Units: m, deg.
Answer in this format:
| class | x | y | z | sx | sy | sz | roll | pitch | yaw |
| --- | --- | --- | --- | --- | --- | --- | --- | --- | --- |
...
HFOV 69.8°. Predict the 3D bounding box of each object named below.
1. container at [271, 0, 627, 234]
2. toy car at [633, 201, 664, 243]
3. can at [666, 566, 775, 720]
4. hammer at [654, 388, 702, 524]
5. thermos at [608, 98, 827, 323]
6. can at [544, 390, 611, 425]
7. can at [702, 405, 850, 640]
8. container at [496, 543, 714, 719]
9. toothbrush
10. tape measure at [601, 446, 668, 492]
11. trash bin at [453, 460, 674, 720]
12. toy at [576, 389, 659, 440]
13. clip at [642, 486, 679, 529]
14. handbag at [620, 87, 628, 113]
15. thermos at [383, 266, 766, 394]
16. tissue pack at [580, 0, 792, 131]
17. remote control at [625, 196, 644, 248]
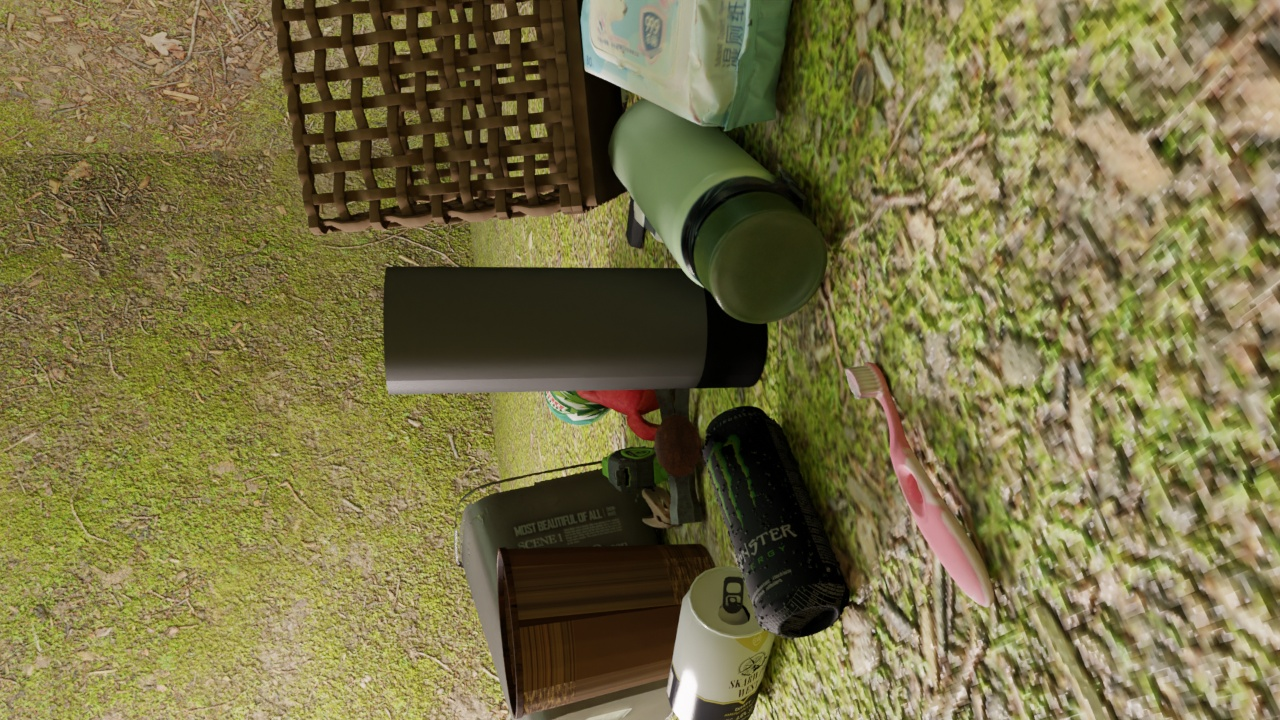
| class | x | y | z | sx | sy | sz | roll | pitch | yaw |
| --- | --- | --- | --- | --- | --- | --- | --- | --- | --- |
| container | -0.137 | -0.244 | 0.737 | 0.219 | 0.214 | 0.252 | -66 | -28 | -75 |
| toy car | 0.010 | -0.135 | 0.781 | 0.105 | 0.033 | 0.048 | -116 | 24 | -59 |
| can | 0.056 | 0.196 | 0.629 | 0.064 | 0.064 | 0.128 | -111 | 22 | -50 |
| hammer | 0.026 | 0.062 | 0.626 | 0.301 | 0.028 | 0.111 | 69 | -165 | -82 |
| thermos | 0.044 | -0.103 | 0.572 | 0.231 | 0.082 | 0.082 | -116 | 26 | -58 |
| can | -0.057 | 0.020 | 0.995 | 0.144 | 0.083 | 0.083 | 131 | 133 | -71 |
| can | 0.076 | 0.091 | 0.537 | 0.054 | 0.054 | 0.137 | 100 | 160 | -45 |
| container | -0.026 | 0.210 | 0.750 | 0.132 | 0.167 | 0.132 | 175 | 91 | -76 |
| toothbrush | 0.123 | 0.050 | 0.413 | 0.022 | 0.016 | 0.134 | 97 | 163 | -46 |
| tape measure | -0.003 | 0.102 | 0.849 | 0.066 | 0.058 | 0.036 | -163 | 68 | -73 |
| trash bin | -0.064 | 0.247 | 0.900 | 0.198 | 0.197 | 0.220 | 106 | 150 | -53 |
| toy | -0.005 | 0.005 | 0.796 | 0.094 | 0.088 | 0.132 | 123 | 141 | -50 |
| clip | 0.018 | 0.145 | 0.851 | 0.060 | 0.024 | 0.039 | -126 | 34 | -58 |
| handbag | -0.063 | -0.228 | 0.950 | 0.170 | 0.068 | 0.144 | 107 | 157 | -53 |
| thermos | -0.043 | -0.021 | 0.610 | 0.082 | 0.240 | 0.082 | 178 | 91 | -79 |
| tissue pack | 0.019 | -0.218 | 0.562 | 0.182 | 0.069 | 0.112 | 41 | 137 | 46 |
| remote control | -0.001 | -0.166 | 0.849 | 0.032 | 0.015 | 0.137 | -108 | 19 | -44 |
